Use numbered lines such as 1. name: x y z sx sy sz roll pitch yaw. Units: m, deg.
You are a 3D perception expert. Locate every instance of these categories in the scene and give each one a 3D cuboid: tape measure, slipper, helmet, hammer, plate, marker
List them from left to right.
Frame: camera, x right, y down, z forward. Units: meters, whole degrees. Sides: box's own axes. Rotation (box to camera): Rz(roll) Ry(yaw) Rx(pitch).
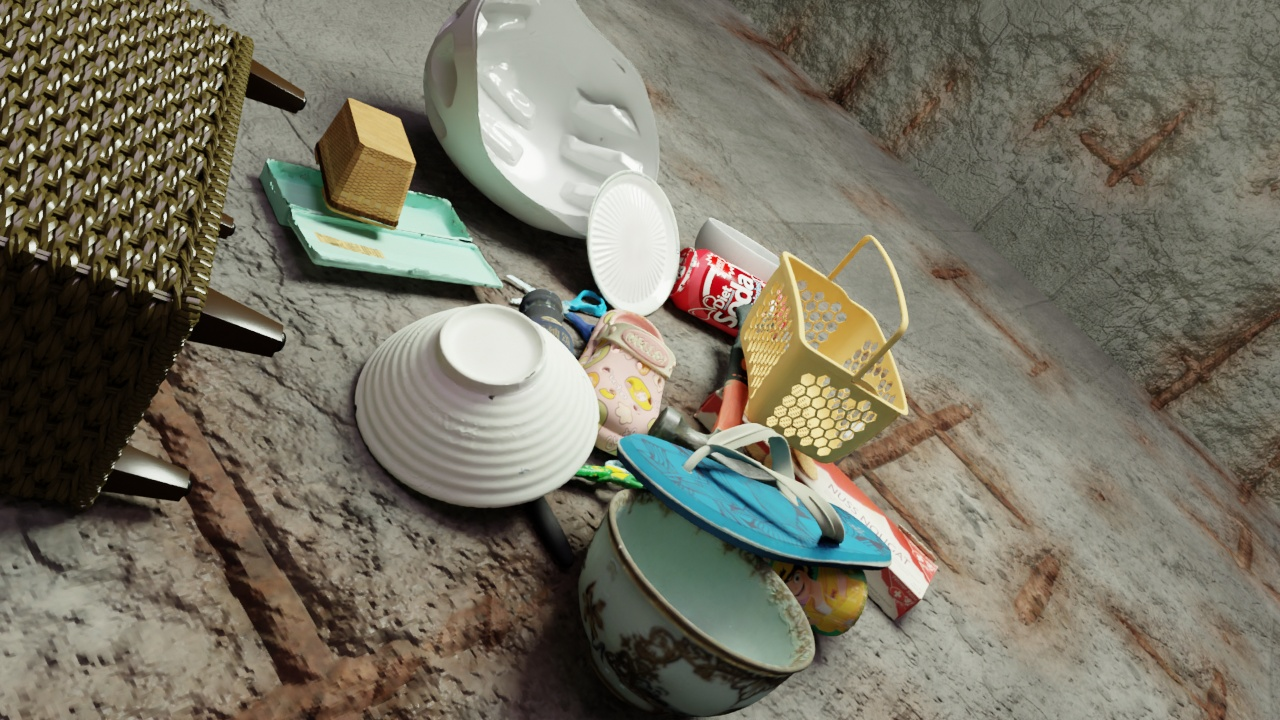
1. marker: -0.082 0.095 0.676 0.015 0.018 0.134 -14 56 -33
2. helmet: -0.094 -0.255 0.969 0.282 0.184 0.223 32 69 -24
3. plate: -0.009 -0.126 0.990 0.156 0.014 0.157 -2 93 -51
4. slipper: -0.005 0.005 0.826 0.093 0.082 0.196 35 32 -11
5. hammer: 0.098 0.020 0.900 0.133 0.033 0.332 34 29 -6
6. slipper: 0.110 0.103 0.701 0.294 0.060 0.118 22 19 -40
7. tape measure: 0.210 0.094 0.978 0.062 0.060 0.020 -4 50 -53

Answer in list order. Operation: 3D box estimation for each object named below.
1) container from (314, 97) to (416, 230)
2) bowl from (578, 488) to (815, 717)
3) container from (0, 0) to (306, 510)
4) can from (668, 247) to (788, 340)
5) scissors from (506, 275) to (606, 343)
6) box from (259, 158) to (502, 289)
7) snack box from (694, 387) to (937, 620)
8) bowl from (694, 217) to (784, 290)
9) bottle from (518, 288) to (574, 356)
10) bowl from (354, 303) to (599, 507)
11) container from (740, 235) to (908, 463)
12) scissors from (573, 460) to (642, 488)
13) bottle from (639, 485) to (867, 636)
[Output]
1. container: -0.234 -0.171 0.785 0.063 0.061 0.114 16 31 -35
2. bowl: 0.020 0.170 0.594 0.160 0.094 0.159 32 15 -10
3. container: -0.316 -0.086 0.504 0.204 0.177 0.320 24 32 -33
4. can: 0.102 -0.074 1.078 0.142 0.075 0.074 25 31 -24
5. scissors: -0.072 -0.045 0.894 0.133 0.015 0.104 9 42 -44
6. box: -0.221 -0.113 0.799 0.186 0.033 0.136 5 43 -46
7. snack box: 0.173 0.127 0.904 0.273 0.044 0.076 46 30 12
8. bowl: 0.125 -0.120 1.172 0.132 0.064 0.131 30 15 -9
9. bottle: -0.084 -0.001 0.774 0.056 0.056 0.160 26 31 -24
10. bowl: -0.108 0.010 0.648 0.177 0.071 0.177 10 48 -11
11. container: 0.180 -0.020 0.846 0.129 0.167 0.183 30 28 -15
12. scissors: -0.037 0.088 0.734 0.130 0.014 0.070 11 8 -23
13. bottle: 0.083 0.156 0.729 0.209 0.068 0.068 27 31 -22
